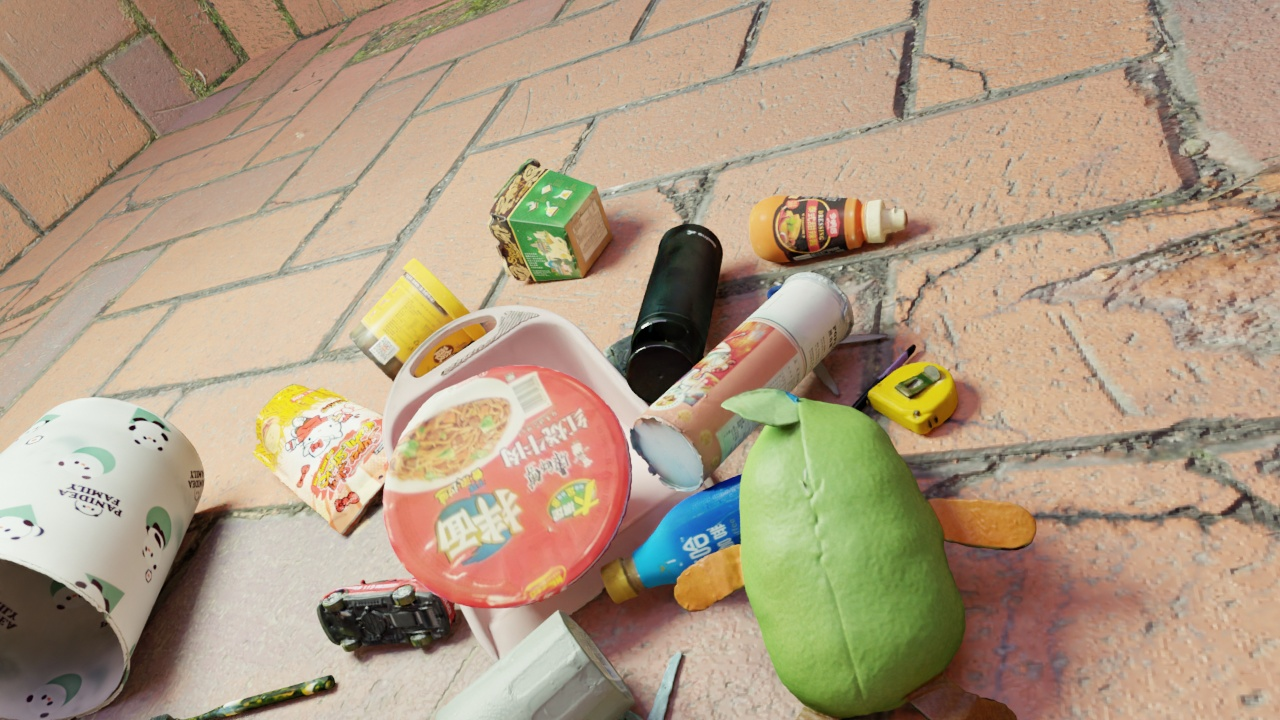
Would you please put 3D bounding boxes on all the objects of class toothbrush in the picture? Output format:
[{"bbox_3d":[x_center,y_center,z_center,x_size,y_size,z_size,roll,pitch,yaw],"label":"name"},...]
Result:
[{"bbox_3d":[0.162,0.049,0.724,0.188,0.014,0.017,-43,45,-18],"label":"toothbrush"},{"bbox_3d":[-0.339,0.290,0.774,0.186,0.017,0.012,-19,34,15],"label":"toothbrush"}]

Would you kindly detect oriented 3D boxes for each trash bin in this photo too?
[{"bbox_3d":[-0.572,0.180,0.909,0.230,0.230,0.251,-21,31,12],"label":"trash bin"}]

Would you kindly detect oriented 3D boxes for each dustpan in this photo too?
[{"bbox_3d":[-0.102,0.075,0.770,0.222,0.139,0.273,-36,35,-10],"label":"dustpan"}]

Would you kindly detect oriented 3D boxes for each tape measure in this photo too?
[{"bbox_3d":[0.213,0.025,0.705,0.057,0.029,0.060,-37,36,-11],"label":"tape measure"}]

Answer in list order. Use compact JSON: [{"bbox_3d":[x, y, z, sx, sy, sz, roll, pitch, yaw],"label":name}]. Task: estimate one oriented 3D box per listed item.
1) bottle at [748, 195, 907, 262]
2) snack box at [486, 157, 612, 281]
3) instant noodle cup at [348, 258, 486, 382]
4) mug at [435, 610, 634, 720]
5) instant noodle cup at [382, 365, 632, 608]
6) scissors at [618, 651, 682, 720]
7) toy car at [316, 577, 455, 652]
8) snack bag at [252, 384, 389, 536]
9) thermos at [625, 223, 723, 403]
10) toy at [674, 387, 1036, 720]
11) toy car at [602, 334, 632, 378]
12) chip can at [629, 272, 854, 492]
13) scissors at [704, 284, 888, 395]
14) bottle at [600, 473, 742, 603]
[{"bbox_3d":[0.184,-0.132,0.897,0.150,0.067,0.066,-1,44,24],"label":"bottle"},{"bbox_3d":[-0.100,-0.160,1.094,0.106,0.118,0.117,12,52,27],"label":"snack box"},{"bbox_3d":[-0.256,-0.035,1.039,0.114,0.118,0.118,-45,37,-9],"label":"instant noodle cup"},{"bbox_3d":[-0.055,0.238,0.585,0.103,0.084,0.124,-41,53,-7],"label":"mug"},{"bbox_3d":[-0.097,0.101,0.715,0.194,0.066,0.193,-4,65,9],"label":"instant noodle cup"},{"bbox_3d":[0.010,0.245,0.589,0.134,0.017,0.133,-8,37,33],"label":"scissors"},{"bbox_3d":[-0.208,0.207,0.757,0.121,0.053,0.045,-9,18,16],"label":"toy car"},{"bbox_3d":[-0.327,0.095,0.979,0.208,0.073,0.128,22,58,39],"label":"snack bag"},{"bbox_3d":[0.043,-0.042,0.855,0.069,0.090,0.241,-48,15,31],"label":"thermos"},{"bbox_3d":[0.125,0.130,0.560,0.227,0.090,0.246,-16,65,16],"label":"toy"},{"bbox_3d":[-0.005,0.005,0.878,0.043,0.034,0.090,-32,33,1],"label":"toy car"},{"bbox_3d":[0.084,0.013,0.722,0.071,0.071,0.214,10,40,42],"label":"chip can"},{"bbox_3d":[0.134,-0.017,0.827,0.162,0.012,0.175,-20,37,11],"label":"scissors"},{"bbox_3d":[0.074,0.116,0.660,0.219,0.065,0.065,-28,35,4],"label":"bottle"}]
